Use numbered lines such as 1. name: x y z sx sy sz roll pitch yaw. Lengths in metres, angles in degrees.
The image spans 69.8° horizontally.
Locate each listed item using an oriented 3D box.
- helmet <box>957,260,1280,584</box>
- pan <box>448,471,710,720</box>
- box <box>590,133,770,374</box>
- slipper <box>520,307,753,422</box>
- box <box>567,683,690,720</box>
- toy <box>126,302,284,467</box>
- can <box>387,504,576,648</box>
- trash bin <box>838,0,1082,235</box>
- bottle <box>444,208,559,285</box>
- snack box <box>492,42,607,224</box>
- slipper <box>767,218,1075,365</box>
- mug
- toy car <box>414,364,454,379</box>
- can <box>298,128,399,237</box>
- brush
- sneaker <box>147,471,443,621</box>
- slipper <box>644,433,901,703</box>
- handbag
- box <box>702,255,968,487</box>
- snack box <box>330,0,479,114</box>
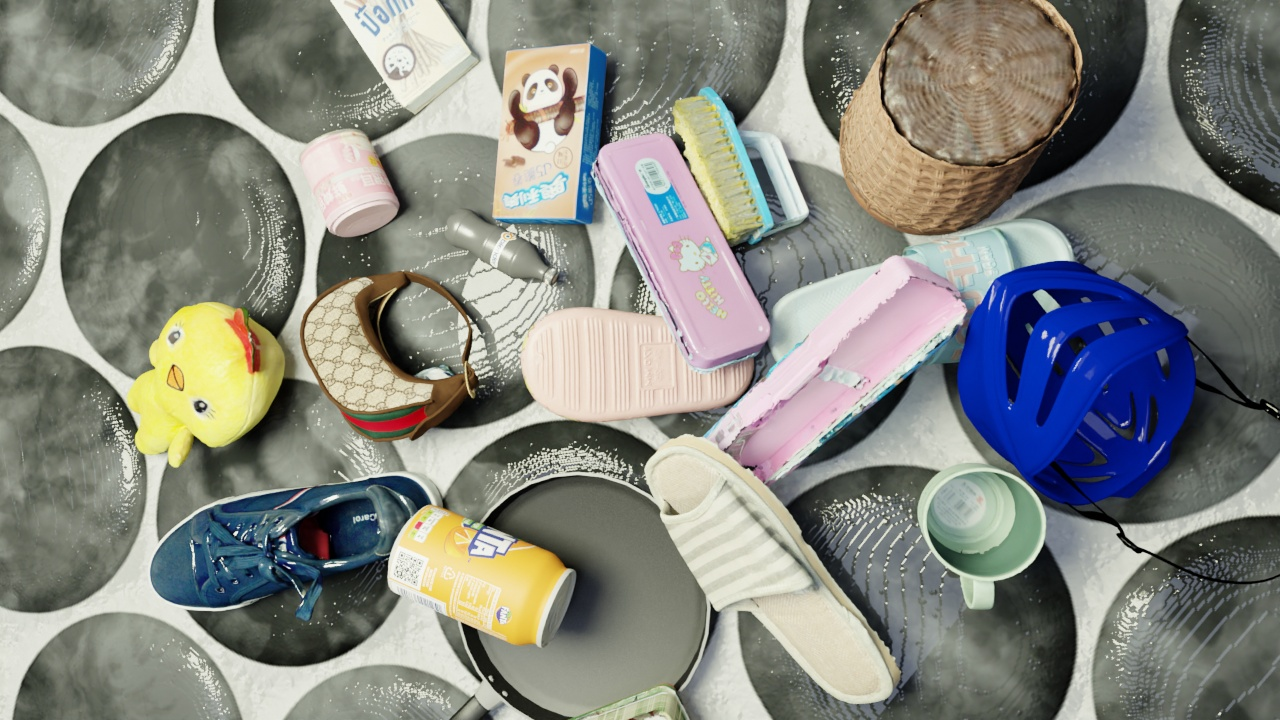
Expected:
1. helmet: 0.334 0.043 0.624 0.148 0.241 0.227 -45 38 5
2. pan: -0.095 0.257 0.811 0.225 0.034 0.356 45 97 9
3. box: 0.032 -0.091 0.759 0.076 0.036 0.214 -19 72 -20
4. slipper: -0.005 0.005 0.779 0.197 0.081 0.093 2 91 -13
5. box: 0.015 0.381 0.764 0.118 0.050 0.205 -25 95 13
6. toy: -0.409 0.022 0.854 0.208 0.092 0.133 -25 78 20
7. can: -0.132 0.180 0.763 0.142 0.079 0.079 19 93 12
8. trash bin: 0.222 -0.180 0.664 0.151 0.210 0.151 0 88 11
9. bottle: -0.123 -0.098 0.820 0.110 0.036 0.036 29 95 10
10. snack box: -0.080 -0.196 0.804 0.087 0.034 0.151 5 91 28
11. slipper: 0.221 -0.042 0.732 0.246 0.074 0.104 -14 87 12
12. mug: 0.256 0.134 0.706 0.084 0.104 0.111 -3 88 11
13. toy car: -0.211 0.034 0.841 0.090 0.027 0.038 -23 83 10
14. can: -0.264 -0.160 0.834 0.067 0.067 0.076 -27 84 10
15. brush: 0.082 -0.168 0.773 0.075 0.055 0.136 -20 85 -12
16. sneaker: -0.331 0.171 0.816 0.295 0.127 0.120 -16 85 13
17. slipper: 0.100 0.175 0.727 0.272 0.053 0.115 50 143 -8
18. handbag: -0.216 -0.008 0.812 0.138 0.063 0.166 -32 62 -10
19. box: 0.148 0.031 0.692 0.231 0.084 0.076 -48 46 31
20. snack box: -0.223 -0.313 0.848 0.082 0.026 0.150 -35 83 9
